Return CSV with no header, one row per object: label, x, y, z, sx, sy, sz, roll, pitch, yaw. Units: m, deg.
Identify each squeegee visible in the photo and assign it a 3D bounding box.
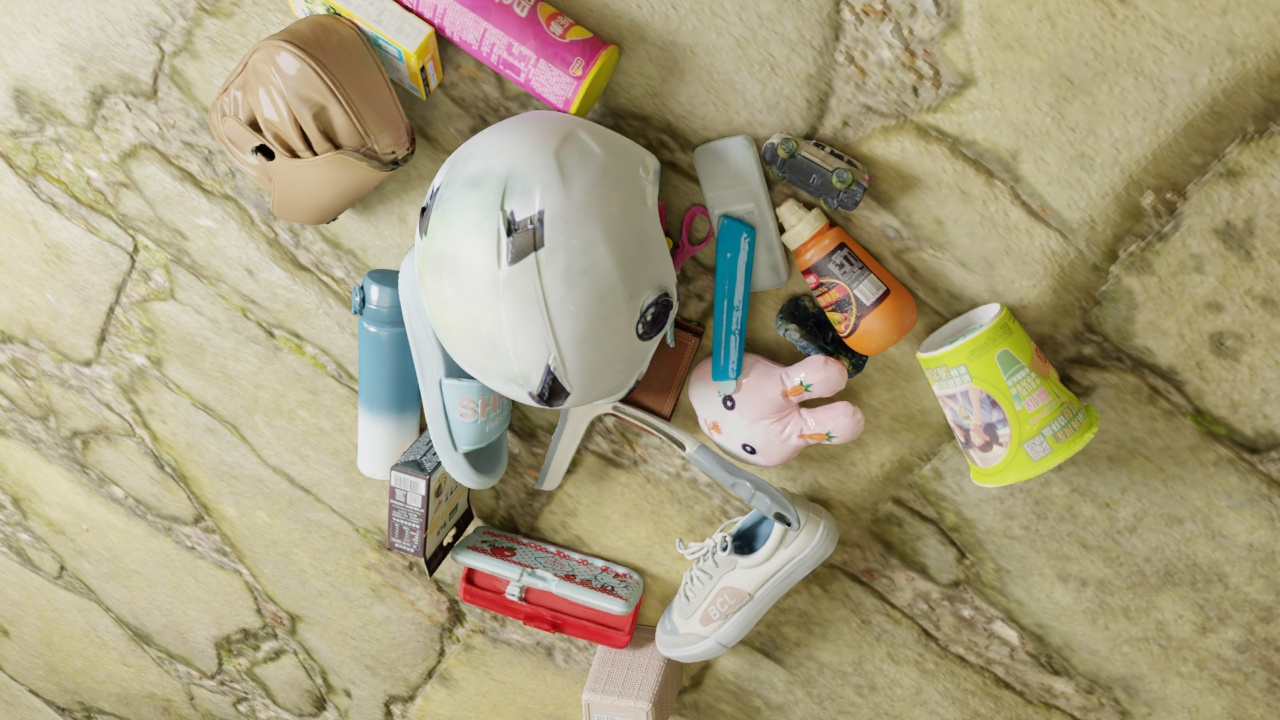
squeegee,0.042,0.082,0.844,0.246,0.039,0.247,30,122,14

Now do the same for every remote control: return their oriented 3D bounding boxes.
remote control,0.087,-0.124,0.785,0.056,0.020,0.136,-6,114,33

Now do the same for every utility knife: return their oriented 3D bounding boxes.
utility knife,0.077,-0.043,0.787,0.034,0.018,0.159,10,106,26

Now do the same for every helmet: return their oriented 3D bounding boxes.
helmet,-0.096,-0.068,0.752,0.229,0.145,0.259,21,118,35

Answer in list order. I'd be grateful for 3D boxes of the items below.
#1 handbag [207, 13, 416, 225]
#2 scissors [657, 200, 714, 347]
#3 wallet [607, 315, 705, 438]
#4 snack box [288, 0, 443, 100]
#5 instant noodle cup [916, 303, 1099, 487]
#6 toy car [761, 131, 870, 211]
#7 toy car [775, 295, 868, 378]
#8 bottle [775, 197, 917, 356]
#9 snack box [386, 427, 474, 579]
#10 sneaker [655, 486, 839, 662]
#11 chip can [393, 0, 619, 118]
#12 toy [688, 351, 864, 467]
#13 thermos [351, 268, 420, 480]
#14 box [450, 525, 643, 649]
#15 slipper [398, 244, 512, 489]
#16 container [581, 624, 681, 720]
handbag,-0.290,-0.197,0.791,0.205,0.099,0.148,-17,119,49
scissors,0.034,-0.075,0.815,0.083,0.017,0.138,-5,104,-2
wallet,-0.005,0.005,0.873,0.101,0.032,0.125,23,118,8
snack box,-0.233,-0.283,0.766,0.140,0.087,0.033,31,79,-2
instant noodle cup,0.294,0.023,0.757,0.112,0.111,0.123,-31,96,26
toy car,0.142,-0.156,0.746,0.090,0.035,0.042,29,157,6
toy car,0.159,-0.019,0.808,0.090,0.042,0.034,32,153,-6
bottle,0.166,-0.075,0.770,0.067,0.066,0.149,-39,93,27
snack box,-0.212,0.137,0.946,0.053,0.113,0.126,16,118,9
sneaker,0.080,0.213,0.910,0.090,0.089,0.243,34,116,-20
chip can,-0.123,-0.280,0.745,0.210,0.071,0.072,33,119,-1
toy,0.117,0.041,0.827,0.160,0.054,0.121,-12,114,36
thermos,-0.255,0.015,0.927,0.070,0.070,0.221,13,118,9
box,-0.102,0.243,0.969,0.201,0.101,0.095,15,89,9
slipper,-0.163,0.002,0.877,0.074,0.103,0.245,-8,106,18
container,-0.011,0.359,0.997,0.090,0.110,0.090,5,116,14
